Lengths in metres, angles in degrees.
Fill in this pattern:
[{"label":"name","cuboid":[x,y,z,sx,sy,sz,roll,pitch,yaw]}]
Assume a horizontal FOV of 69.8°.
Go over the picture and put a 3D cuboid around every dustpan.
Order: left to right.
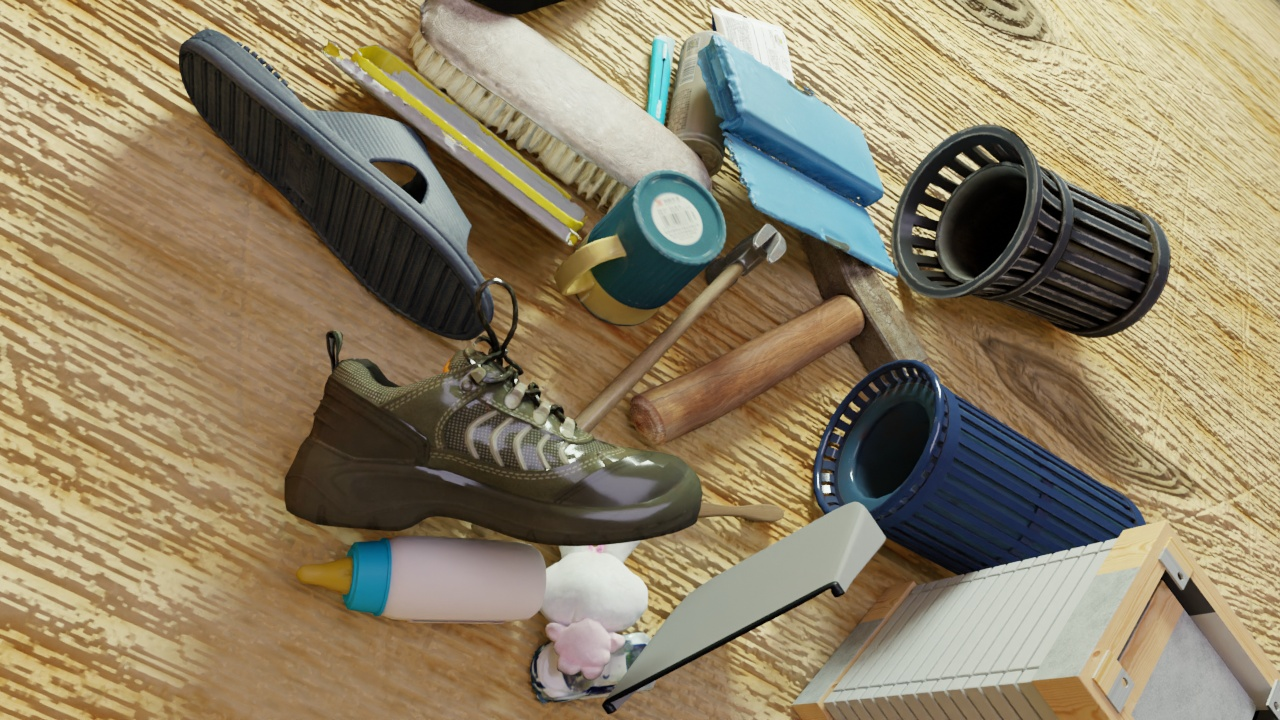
[{"label":"dustpan","cuboid":[0.091,0.147,0.617,0.033,0.163,0.257,56,23,3]}]

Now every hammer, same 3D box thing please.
[{"label":"hammer","cuboid":[-0.004,0.004,0.668,0.031,0.120,0.330,49,62,-4]},{"label":"hammer","cuboid":[0.107,-0.010,0.763,0.299,0.037,0.158,-26,83,-36]}]

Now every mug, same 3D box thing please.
[{"label":"mug","cuboid":[-0.007,-0.079,0.686,0.113,0.108,0.083,-19,81,-35]}]

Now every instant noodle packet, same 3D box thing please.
[{"label":"instant noodle packet","cuboid":[0.115,-0.283,0.897,0.087,0.026,0.134,4,67,-29]}]

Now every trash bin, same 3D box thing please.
[{"label":"trash bin","cuboid":[0.282,0.117,0.748,0.249,0.140,0.139,29,57,-18]},{"label":"trash bin","cuboid":[0.256,0.231,0.611,0.142,0.248,0.142,-35,88,-36]},{"label":"trash bin","cuboid":[0.390,-0.113,0.902,0.227,0.165,0.164,14,62,-28]}]

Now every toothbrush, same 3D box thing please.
[{"label":"toothbrush","cuboid":[0.034,0.111,0.682,0.166,0.016,0.016,8,65,-25]}]

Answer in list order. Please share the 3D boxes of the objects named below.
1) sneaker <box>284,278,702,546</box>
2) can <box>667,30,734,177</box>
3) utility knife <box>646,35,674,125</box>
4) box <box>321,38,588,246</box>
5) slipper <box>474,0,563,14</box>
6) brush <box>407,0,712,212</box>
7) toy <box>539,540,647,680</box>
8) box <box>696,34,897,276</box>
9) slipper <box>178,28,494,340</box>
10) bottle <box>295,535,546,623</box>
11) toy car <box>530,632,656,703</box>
[{"label":"sneaker","cuboid":[-0.079,0.030,0.544,0.238,0.101,0.143,6,86,-8]},{"label":"can","cuboid":[0.055,-0.230,0.822,0.054,0.054,0.135,21,59,-21]},{"label":"utility knife","cuboid":[0.018,-0.247,0.833,0.022,0.016,0.116,15,64,-25]},{"label":"box","cuboid":[-0.125,-0.156,0.661,0.209,0.034,0.129,38,11,-10]},{"label":"slipper","cuboid":[-0.067,-0.372,0.773,0.109,0.084,0.264,40,41,-3]},{"label":"brush","cuboid":[-0.059,-0.195,0.738,0.271,0.057,0.083,33,56,-12]},{"label":"toy","cuboid":[-0.033,0.150,0.602,0.076,0.037,0.125,9,51,-9]},{"label":"box","cuboid":[0.149,-0.173,0.814,0.231,0.034,0.174,13,57,-45]},{"label":"slipper","cuboid":[-0.184,-0.128,0.612,0.263,0.101,0.082,43,55,-2]},{"label":"bottle","cuboid":[-0.131,0.132,0.553,0.146,0.051,0.051,9,64,-27]},{"label":"toy car","cuboid":[-0.027,0.200,0.598,0.089,0.027,0.038,3,69,-29]}]
